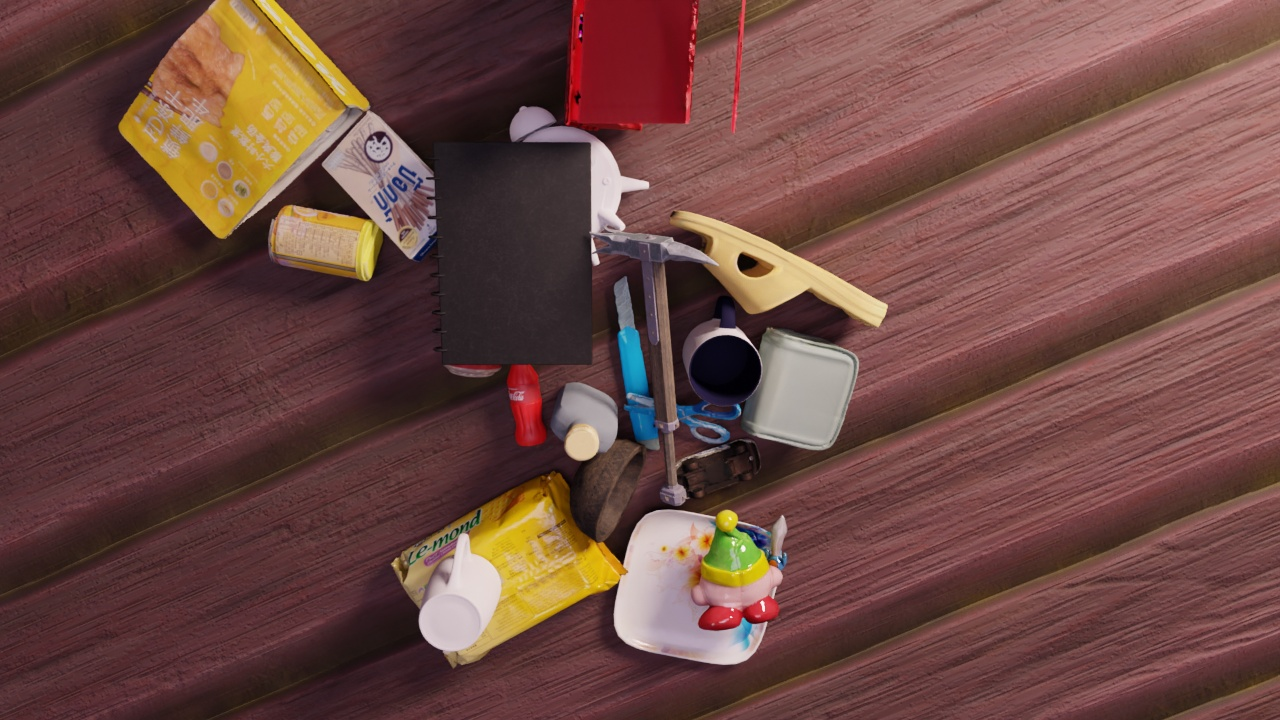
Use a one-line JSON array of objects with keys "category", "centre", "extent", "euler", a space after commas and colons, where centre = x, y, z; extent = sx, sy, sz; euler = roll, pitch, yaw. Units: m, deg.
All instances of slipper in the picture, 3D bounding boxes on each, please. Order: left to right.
[{"category": "slipper", "centre": [0.142, -0.086, 1.001], "extent": [0.263, 0.099, 0.078], "euler": [24, 102, -10]}]

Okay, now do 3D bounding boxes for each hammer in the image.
[{"category": "hammer", "centre": [0.027, 0.020, 0.975], "extent": [0.147, 0.028, 0.317], "euler": [14, 121, 35]}]

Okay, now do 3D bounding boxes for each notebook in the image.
[{"category": "notebook", "centre": [-0.136, -0.109, 0.959], "extent": [0.169, 0.019, 0.231], "euler": [0, 102, -1]}]

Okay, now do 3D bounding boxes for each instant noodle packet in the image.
[{"category": "instant noodle packet", "centre": [-0.427, -0.258, 0.971], "extent": [0.222, 0.084, 0.163], "euler": [-39, 100, 13]}]

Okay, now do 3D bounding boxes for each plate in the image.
[{"category": "plate", "centre": [0.068, 0.274, 1.115], "extent": [0.187, 0.016, 0.187], "euler": [12, 102, -3]}]

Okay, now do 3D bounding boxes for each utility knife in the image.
[{"category": "utility knife", "centre": [-0.006, 0.006, 1.058], "extent": [0.031, 0.015, 0.209], "euler": [-9, 106, 0]}]

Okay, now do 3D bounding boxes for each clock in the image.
[{"category": "clock", "centre": [-0.085, -0.188, 0.986], "extent": [0.161, 0.072, 0.125], "euler": [33, 99, -7]}]

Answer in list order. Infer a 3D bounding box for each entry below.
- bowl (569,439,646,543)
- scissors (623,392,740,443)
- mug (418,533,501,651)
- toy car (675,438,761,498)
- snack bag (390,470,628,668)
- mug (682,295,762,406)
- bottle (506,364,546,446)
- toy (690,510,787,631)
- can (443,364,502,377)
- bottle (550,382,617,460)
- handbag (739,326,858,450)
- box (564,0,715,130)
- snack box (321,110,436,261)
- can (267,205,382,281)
[{"category": "bowl", "centre": [-0.045, 0.139, 1.040], "extent": [0.056, 0.121, 0.121], "euler": [24, 101, 15]}, {"category": "scissors", "centre": [0.047, 0.053, 1.043], "extent": [0.141, 0.014, 0.091], "euler": [21, 139, -9]}, {"category": "mug", "centre": [-0.198, 0.249, 0.999], "extent": [0.081, 0.087, 0.114], "euler": [4, 102, -1]}, {"category": "toy car", "centre": [0.088, 0.126, 1.076], "extent": [0.112, 0.040, 0.048], "euler": [-17, 102, -16]}, {"category": "snack bag", "centre": [-0.157, 0.249, 1.080], "extent": [0.247, 0.068, 0.159], "euler": [-30, 100, 5]}, {"category": "mug", "centre": [0.090, -0.015, 1.013], "extent": [0.078, 0.096, 0.112], "euler": [4, 102, -2]}, {"category": "bottle", "centre": [-0.133, 0.037, 1.052], "extent": [0.036, 0.036, 0.119], "euler": [-7, 102, 0]}, {"category": "toy", "centre": [0.117, 0.239, 1.057], "extent": [0.124, 0.097, 0.131], "euler": [-8, 78, -2]}, {"category": "can", "centre": [-0.180, -0.069, 1.013], "extent": [0.067, 0.067, 0.170], "euler": [7, 101, -2]}, {"category": "bottle", "centre": [-0.061, 0.068, 0.996], "extent": [0.072, 0.161, 0.046], "euler": [25, 100, -6]}, {"category": "handbag", "centre": [0.176, 0.030, 1.039], "extent": [0.106, 0.067, 0.122], "euler": [12, 102, -12]}, {"category": "box", "centre": [-0.020, -0.321, 0.840], "extent": [0.124, 0.315, 0.211], "euler": [2, 101, -13]}, {"category": "snack box", "centre": [-0.265, -0.187, 0.986], "extent": [0.082, 0.026, 0.150], "euler": [-45, 82, 8]}, {"category": "can", "centre": [-0.340, -0.128, 0.998], "extent": [0.105, 0.067, 0.068], "euler": [10, 101, -3]}]
